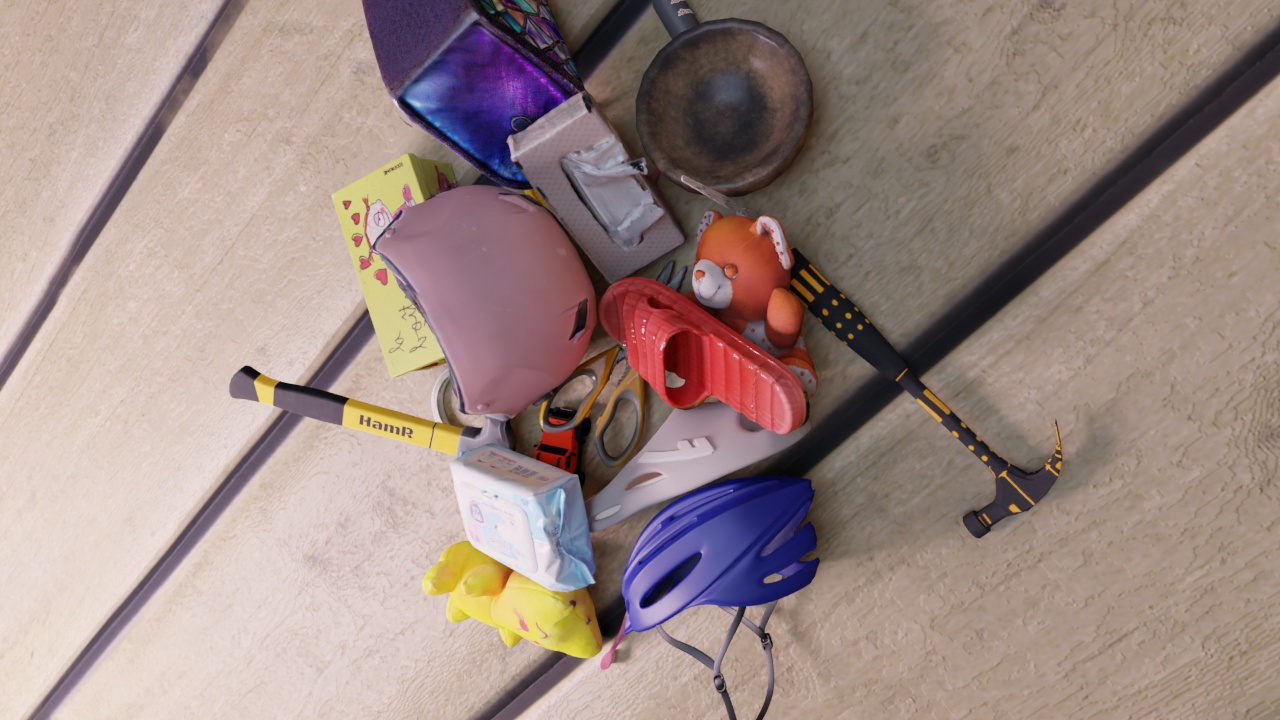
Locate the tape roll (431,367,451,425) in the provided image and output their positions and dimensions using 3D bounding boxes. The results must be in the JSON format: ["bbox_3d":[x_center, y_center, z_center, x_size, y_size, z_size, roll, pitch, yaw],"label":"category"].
[{"bbox_3d":[-0.198,0.049,1.051,0.093,0.013,0.093,2,95,24],"label":"tape roll"}]

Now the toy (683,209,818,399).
[{"bbox_3d":[0.094,-0.049,0.842,0.164,0.092,0.172,16,122,54],"label":"toy"}]

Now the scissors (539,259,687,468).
[{"bbox_3d":[-0.005,0.004,0.944,0.134,0.016,0.228,38,97,0],"label":"scissors"}]

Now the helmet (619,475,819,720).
[{"bbox_3d":[0.092,0.229,0.859,0.242,0.147,0.227,-33,76,23],"label":"helmet"}]

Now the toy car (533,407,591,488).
[{"bbox_3d":[-0.088,0.102,0.986,0.051,0.048,0.100,10,98,23],"label":"toy car"}]

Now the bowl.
[{"bbox_3d":[0.081,-0.227,0.853,0.162,0.070,0.162,-2,83,15],"label":"bowl"}]

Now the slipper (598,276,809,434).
[{"bbox_3d":[0.039,0.001,0.835,0.249,0.059,0.104,30,144,37],"label":"slipper"}]

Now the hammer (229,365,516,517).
[{"bbox_3d":[-0.298,0.069,1.019,0.324,0.034,0.170,15,117,0],"label":"hammer"}]

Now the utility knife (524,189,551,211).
[{"bbox_3d":[-0.143,-0.231,1.002,0.030,0.019,0.218,-35,77,14],"label":"utility knife"}]

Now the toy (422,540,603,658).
[{"bbox_3d":[-0.132,0.258,1.001,0.194,0.087,0.134,7,141,28],"label":"toy"}]

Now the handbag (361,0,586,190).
[{"bbox_3d":[-0.139,-0.288,0.884,0.126,0.221,0.204,-36,56,22],"label":"handbag"}]

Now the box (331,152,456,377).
[{"bbox_3d":[-0.246,-0.103,1.023,0.125,0.081,0.221,-17,86,25],"label":"box"}]

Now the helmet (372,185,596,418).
[{"bbox_3d":[-0.129,-0.073,0.893,0.153,0.255,0.230,-29,86,8],"label":"helmet"}]

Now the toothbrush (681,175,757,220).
[{"bbox_3d":[0.070,-0.144,0.820,0.010,0.181,0.010,6,90,27],"label":"toothbrush"}]

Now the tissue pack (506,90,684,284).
[{"bbox_3d":[-0.033,-0.156,0.863,0.104,0.181,0.071,-28,39,13],"label":"tissue pack"}]

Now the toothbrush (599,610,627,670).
[{"bbox_3d":[-0.011,0.277,0.986,0.021,0.016,0.135,32,104,18],"label":"toothbrush"}]

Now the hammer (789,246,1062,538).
[{"bbox_3d":[0.240,0.010,0.837,0.320,0.036,0.123,47,116,13],"label":"hammer"}]

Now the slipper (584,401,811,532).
[{"bbox_3d":[0.033,0.089,0.901,0.267,0.112,0.080,-29,84,30],"label":"slipper"}]

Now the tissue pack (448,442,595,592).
[{"bbox_3d":[-0.119,0.158,0.933,0.182,0.069,0.112,13,118,47],"label":"tissue pack"}]

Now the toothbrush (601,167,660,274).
[{"bbox_3d":[0.002,-0.168,0.940,0.015,0.015,0.185,33,109,13],"label":"toothbrush"}]

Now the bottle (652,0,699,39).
[{"bbox_3d":[0.033,-0.342,0.901,0.030,0.030,0.113,-32,81,23],"label":"bottle"}]
